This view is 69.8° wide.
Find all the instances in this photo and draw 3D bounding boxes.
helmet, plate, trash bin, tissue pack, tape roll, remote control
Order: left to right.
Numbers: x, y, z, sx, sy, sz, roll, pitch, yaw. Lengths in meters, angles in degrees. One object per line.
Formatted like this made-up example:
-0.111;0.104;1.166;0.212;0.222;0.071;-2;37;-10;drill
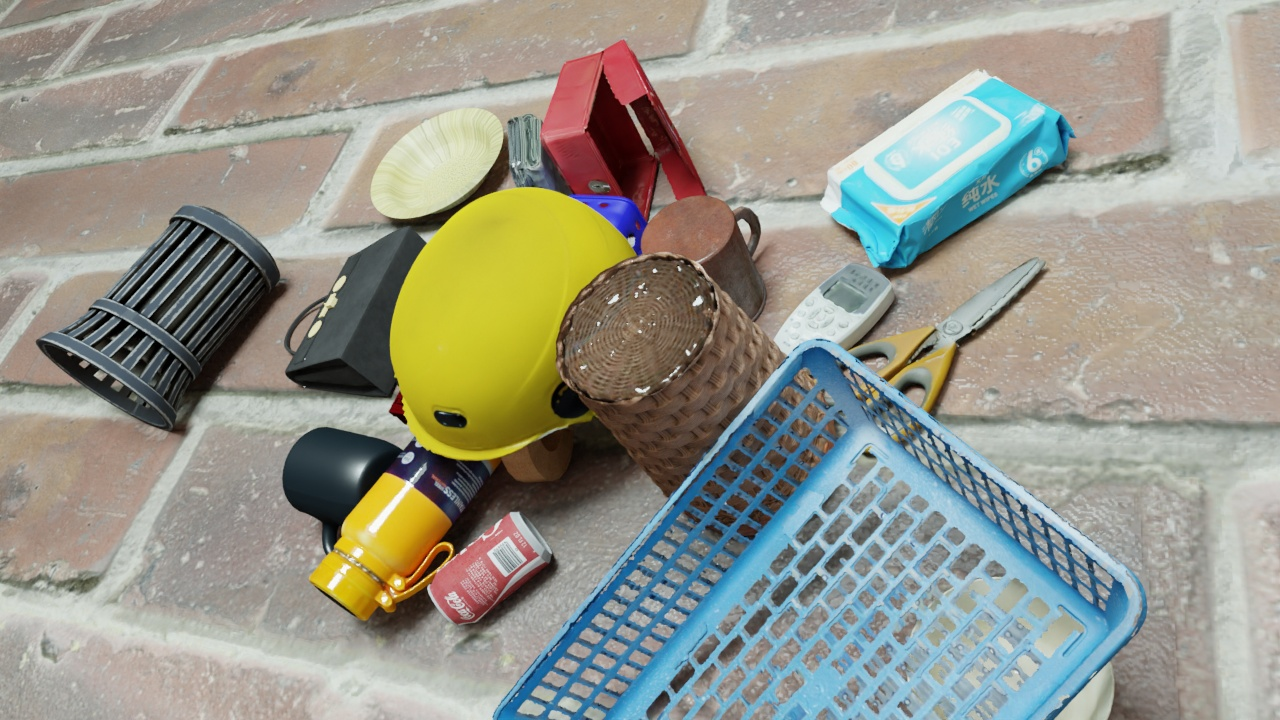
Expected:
-0.549;-0.058;1.078;0.164;0.164;0.226;11;58;32;trash bin
-0.245;-0.234;1.139;0.185;0.036;0.184;-13;52;17;plate
-0.109;-0.047;0.742;0.239;0.140;0.209;-42;53;-20;helmet
-0.092;0.060;0.808;0.027;0.094;0.093;-6;53;21;tape roll
0.046;0.023;0.683;0.151;0.210;0.151;-15;53;21;trash bin
0.167;-0.036;0.798;0.114;0.028;0.060;-41;49;-8;remote control
0.268;-0.172;0.829;0.209;0.066;0.117;-35;48;1;tissue pack

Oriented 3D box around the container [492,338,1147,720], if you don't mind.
0.088;0.197;0.559;0.362;0.089;0.257;-51;45;8;container

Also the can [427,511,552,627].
-0.125;0.174;0.765;0.096;0.054;0.054;-38;49;-5;can

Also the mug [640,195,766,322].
0.068;-0.096;0.840;0.096;0.110;0.122;27;71;32;mug

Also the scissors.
0.249;-0.009;0.744;0.229;0.016;0.114;-34;47;0;scissors

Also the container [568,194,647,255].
-0.048;-0.092;0.907;0.085;0.085;0.113;8;61;30;container

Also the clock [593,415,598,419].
-0.005;0.005;0.831;0.118;0.057;0.083;-42;50;-8;clock

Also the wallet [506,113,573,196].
-0.102;-0.185;0.971;0.054;0.132;0.100;-19;51;7;wallet

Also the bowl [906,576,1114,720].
0.228;0.201;0.569;0.115;0.062;0.115;-13;52;17;bowl

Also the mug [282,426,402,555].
-0.273;0.129;0.860;0.095;0.085;0.121;8;88;30;mug

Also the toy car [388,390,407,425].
-0.180;-0.005;0.919;0.070;0.062;0.169;6;59;29;toy car

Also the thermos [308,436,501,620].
-0.185;0.118;0.806;0.091;0.076;0.232;17;59;35;thermos

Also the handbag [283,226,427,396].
-0.337;-0.048;1.041;0.196;0.072;0.175;-5;53;36;handbag

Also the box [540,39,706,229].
-0.024;-0.225;0.949;0.127;0.157;0.136;-24;47;14;box
